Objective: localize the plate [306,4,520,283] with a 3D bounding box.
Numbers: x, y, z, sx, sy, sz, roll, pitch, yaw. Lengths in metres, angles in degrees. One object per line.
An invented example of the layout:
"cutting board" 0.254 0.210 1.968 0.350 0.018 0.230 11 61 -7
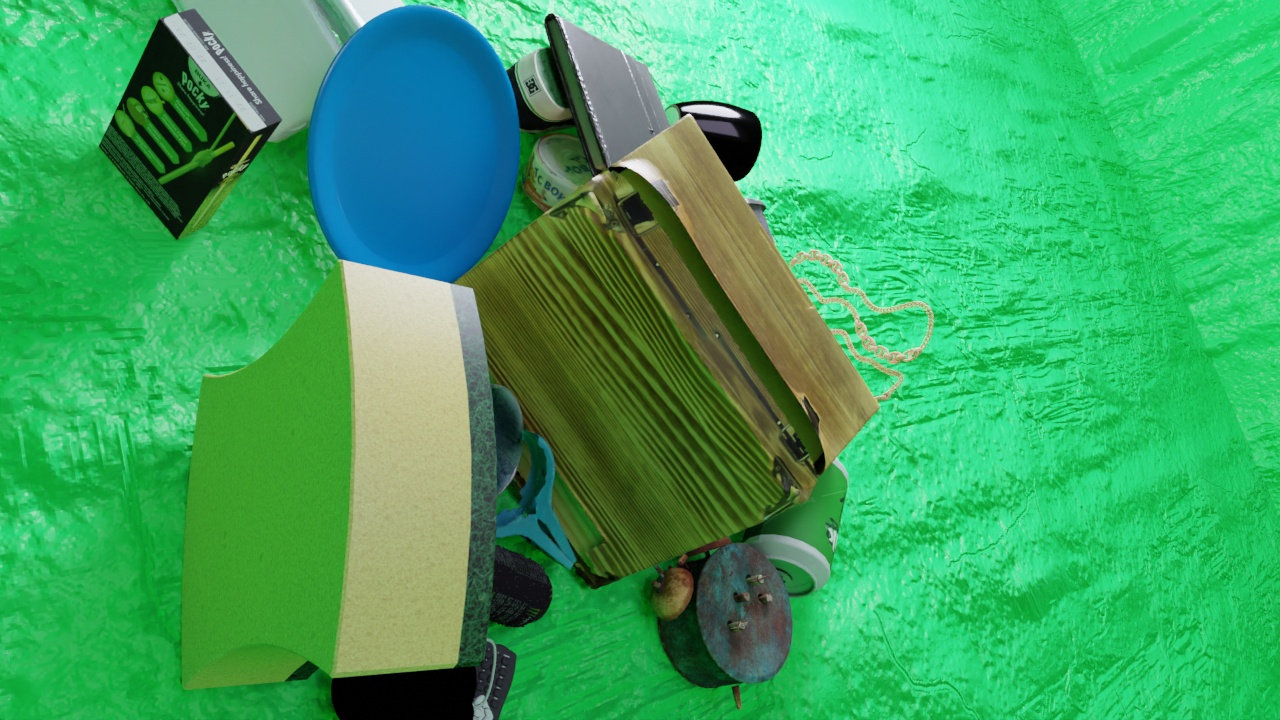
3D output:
"plate" -0.178 -0.164 0.731 0.223 0.024 0.225 -33 131 -48

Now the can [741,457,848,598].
"can" 0.153 0.157 0.910 0.088 0.088 0.139 41 47 -21

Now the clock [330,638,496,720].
"clock" -0.147 0.216 0.610 0.120 0.043 0.091 6 95 -42

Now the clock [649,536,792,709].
"clock" 0.070 0.214 0.815 0.157 0.074 0.121 54 44 -7

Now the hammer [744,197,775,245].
"hammer" 0.027 -0.129 0.966 0.327 0.052 0.098 -3 72 -40

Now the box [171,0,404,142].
"box" -0.268 -0.288 0.725 0.185 0.084 0.210 -29 86 -38

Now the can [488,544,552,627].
"can" -0.119 0.154 0.656 0.137 0.054 0.053 39 45 -50

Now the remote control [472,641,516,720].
"remote control" -0.121 0.263 0.658 0.046 0.009 0.124 32 51 -28

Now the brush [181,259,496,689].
"brush" -0.180 0.077 0.518 0.075 0.251 0.194 10 67 -40

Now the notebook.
"notebook" -0.014 -0.238 0.907 0.208 0.030 0.169 -11 81 -63

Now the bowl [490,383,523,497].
"bowl" -0.146 0.061 0.689 0.110 0.055 0.110 -12 108 -41

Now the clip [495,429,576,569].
"clip" -0.097 0.115 0.693 0.119 0.033 0.121 -14 109 -43

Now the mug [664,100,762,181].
"mug" 0.068 -0.264 1.052 0.100 0.085 0.118 7 36 -29

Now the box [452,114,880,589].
"box" -0.001 0.003 0.721 0.220 0.259 0.279 -39 100 -34

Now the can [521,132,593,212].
"can" -0.068 -0.176 0.880 0.086 0.043 0.086 17 44 -17

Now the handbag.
"handbag" 0.149 -0.026 0.905 0.116 0.187 0.198 15 24 -41

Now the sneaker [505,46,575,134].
"sneaker" -0.080 -0.267 0.920 0.084 0.079 0.234 67 26 -7

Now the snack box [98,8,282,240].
"snack box" -0.295 -0.147 0.594 0.080 0.148 0.025 53 44 -10
